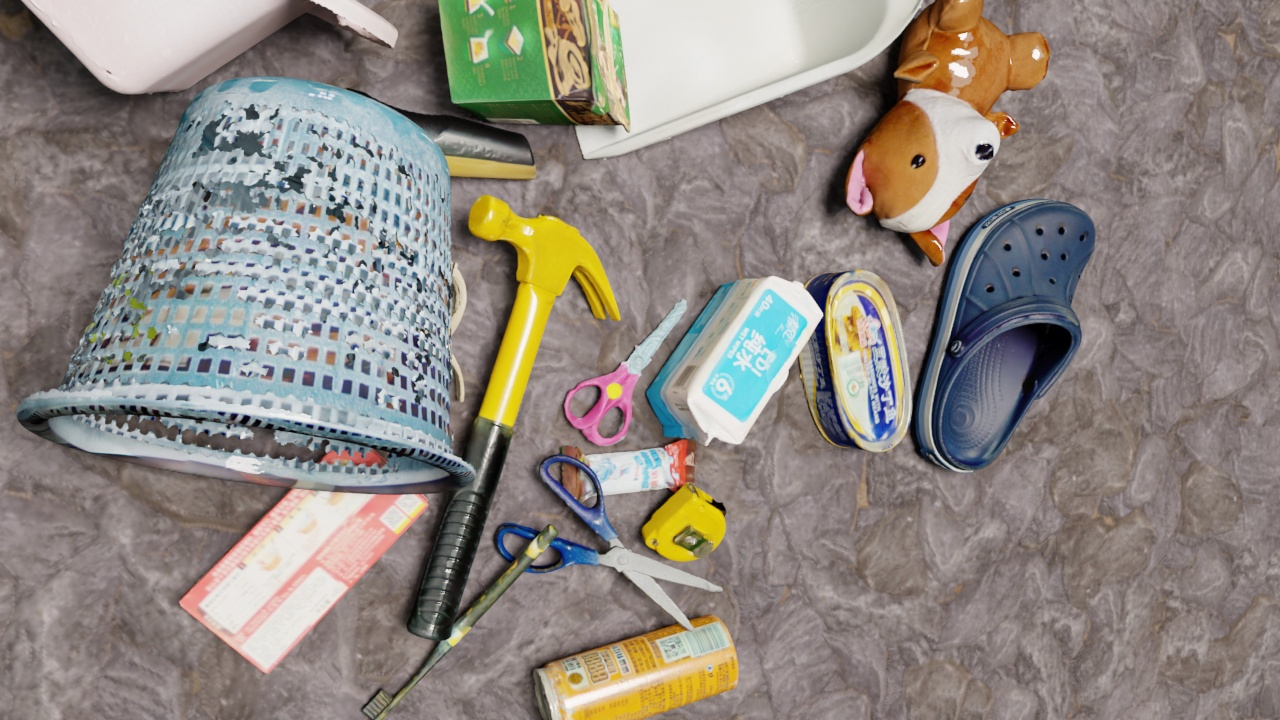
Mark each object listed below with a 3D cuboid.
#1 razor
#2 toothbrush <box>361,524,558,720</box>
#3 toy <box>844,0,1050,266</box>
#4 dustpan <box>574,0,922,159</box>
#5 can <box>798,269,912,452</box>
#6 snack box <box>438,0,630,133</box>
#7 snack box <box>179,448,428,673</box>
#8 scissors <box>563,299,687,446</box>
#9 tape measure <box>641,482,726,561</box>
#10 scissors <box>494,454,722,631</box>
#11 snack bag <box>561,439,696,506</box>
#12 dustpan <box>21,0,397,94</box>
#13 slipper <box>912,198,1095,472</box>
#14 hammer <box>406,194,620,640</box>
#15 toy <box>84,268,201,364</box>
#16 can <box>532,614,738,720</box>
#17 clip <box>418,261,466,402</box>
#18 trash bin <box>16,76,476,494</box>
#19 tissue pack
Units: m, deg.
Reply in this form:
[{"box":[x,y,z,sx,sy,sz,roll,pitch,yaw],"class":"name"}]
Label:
[{"box":[-0.152,-0.144,0.628,0.167,0.062,0.068,2,121,-25],"class":"razor"},{"box":[-0.127,0.184,0.649,0.017,0.012,0.185,44,86,-4],"class":"toothbrush"},{"box":[0.242,-0.185,0.728,0.140,0.130,0.199,26,92,-24],"class":"toy"},{"box":[0.067,-0.290,0.650,0.257,0.143,0.223,-19,97,-19],"class":"dustpan"},{"box":[0.172,0.000,0.740,0.074,0.049,0.148,-12,95,-19],"class":"can"},{"box":[-0.071,-0.209,0.617,0.106,0.118,0.117,-7,93,10],"class":"snack box"},{"box":[-0.223,0.127,0.619,0.075,0.025,0.152,46,77,-14],"class":"snack box"},{"box":[-0.004,0.004,0.698,0.054,0.017,0.133,38,75,0],"class":"scissors"},{"box":[0.037,0.128,0.696,0.057,0.029,0.060,35,107,-33],"class":"tape measure"},{"box":[-0.029,0.143,0.672,0.155,0.012,0.166,-22,96,2],"class":"scissors"},{"box":[-0.008,0.084,0.692,0.104,0.026,0.048,1,87,-19],"class":"snack bag"},{"box":[-0.274,-0.250,0.498,0.139,0.222,0.273,-38,116,-2],"class":"dustpan"},{"box":[0.308,-0.025,0.766,0.105,0.095,0.252,27,86,-20],"class":"slipper"},{"box":[-0.100,0.045,0.637,0.128,0.033,0.300,20,86,-37],"class":"hammer"},{"box":[-0.292,-0.020,0.589,0.096,0.031,0.100,-38,106,-18],"class":"toy"},{"box":[-0.002,0.236,0.682,0.145,0.058,0.058,-11,95,-18],"class":"can"},{"box":[-0.134,-0.027,0.642,0.094,0.035,0.102,-40,108,-13],"class":"clip"},{"box":[-0.194,-0.037,0.518,0.226,0.227,0.194,11,72,-19],"class":"trash bin"},{"box":[0.069,0.001,0.683,0.063,0.090,0.140,38,79,-16],"class":"tissue pack"}]
